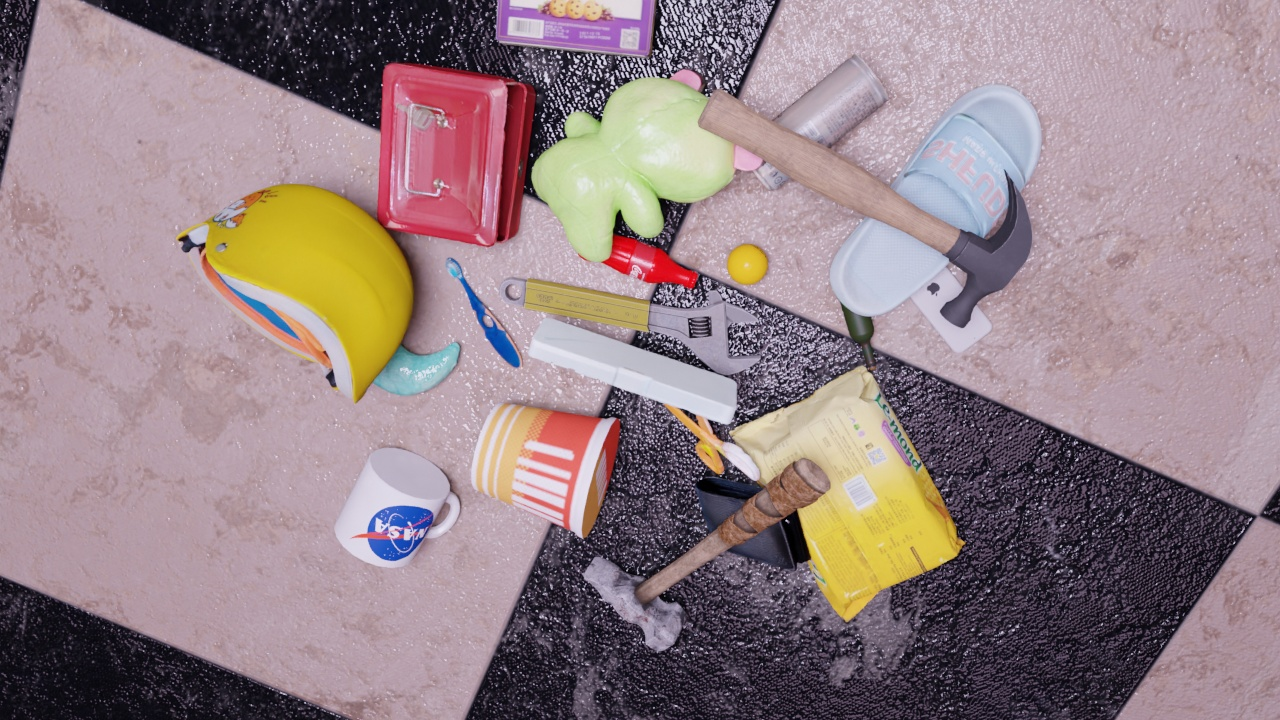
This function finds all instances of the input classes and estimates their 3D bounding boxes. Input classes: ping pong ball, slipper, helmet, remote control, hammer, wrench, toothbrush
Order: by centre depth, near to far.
[{"bbox_3d":[0.193,-0.151,0.795,0.305,0.040,0.133,27,119,-6],"label":"hammer"},{"bbox_3d":[0.277,-0.139,0.846,0.104,0.074,0.245,40,98,-9],"label":"slipper"},{"bbox_3d":[-0.308,-0.082,0.867,0.139,0.240,0.209,-50,126,-18],"label":"helmet"},{"bbox_3d":[0.105,-0.094,0.897,0.040,0.040,0.040,1,106,4],"label":"ping pong ball"},{"bbox_3d":[0.287,-0.073,0.905,0.045,0.008,0.146,-39,99,13],"label":"remote control"},{"bbox_3d":[0.068,0.188,0.922,0.121,0.048,0.320,43,128,-3],"label":"hammer"},{"bbox_3d":[-0.010,-0.044,0.932,0.273,0.018,0.084,10,106,2],"label":"wrench"},{"bbox_3d":[-0.162,-0.047,0.944,0.021,0.017,0.135,-29,101,15],"label":"toothbrush"}]

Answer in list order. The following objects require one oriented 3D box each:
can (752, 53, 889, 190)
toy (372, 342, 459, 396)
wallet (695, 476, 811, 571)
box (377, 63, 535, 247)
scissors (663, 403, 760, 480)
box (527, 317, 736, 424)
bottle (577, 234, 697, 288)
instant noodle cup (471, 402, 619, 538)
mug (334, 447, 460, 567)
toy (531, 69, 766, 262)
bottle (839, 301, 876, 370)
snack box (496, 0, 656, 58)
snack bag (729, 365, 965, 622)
[{"bbox_3d":[0.159,-0.218,0.851,0.136,0.054,0.054,-38,100,13],"label":"can"},{"bbox_3d":[-0.247,-0.006,0.957,0.105,0.033,0.085,33,96,-3],"label":"toy"},{"bbox_3d":[0.112,0.169,0.943,0.115,0.026,0.089,6,126,42],"label":"wallet"},{"bbox_3d":[-0.175,-0.196,0.871,0.129,0.092,0.158,11,110,3],"label":"box"},{"bbox_3d":[0.074,0.082,0.920,0.011,0.128,0.125,-46,138,-20],"label":"scissors"},{"bbox_3d":[-0.004,0.001,0.884,0.197,0.134,0.041,20,108,-1],"label":"box"},{"bbox_3d":[-0.001,-0.099,0.907,0.119,0.036,0.036,20,106,-2],"label":"bottle"},{"bbox_3d":[-0.097,0.103,0.935,0.121,0.123,0.123,15,106,8],"label":"instant noodle cup"},{"bbox_3d":[-0.251,0.159,0.980,0.121,0.091,0.090,18,110,-37],"label":"mug"},{"bbox_3d":[-0.005,-0.187,0.840,0.197,0.107,0.150,-38,69,14],"label":"toy"},{"bbox_3d":[0.217,-0.040,0.912,0.025,0.025,0.106,-17,104,9],"label":"bottle"},{"bbox_3d":[-0.054,-0.358,0.834,0.143,0.040,0.148,7,106,2],"label":"snack box"},{"bbox_3d":[0.217,0.140,0.941,0.160,0.068,0.247,-30,102,11],"label":"snack bag"}]
